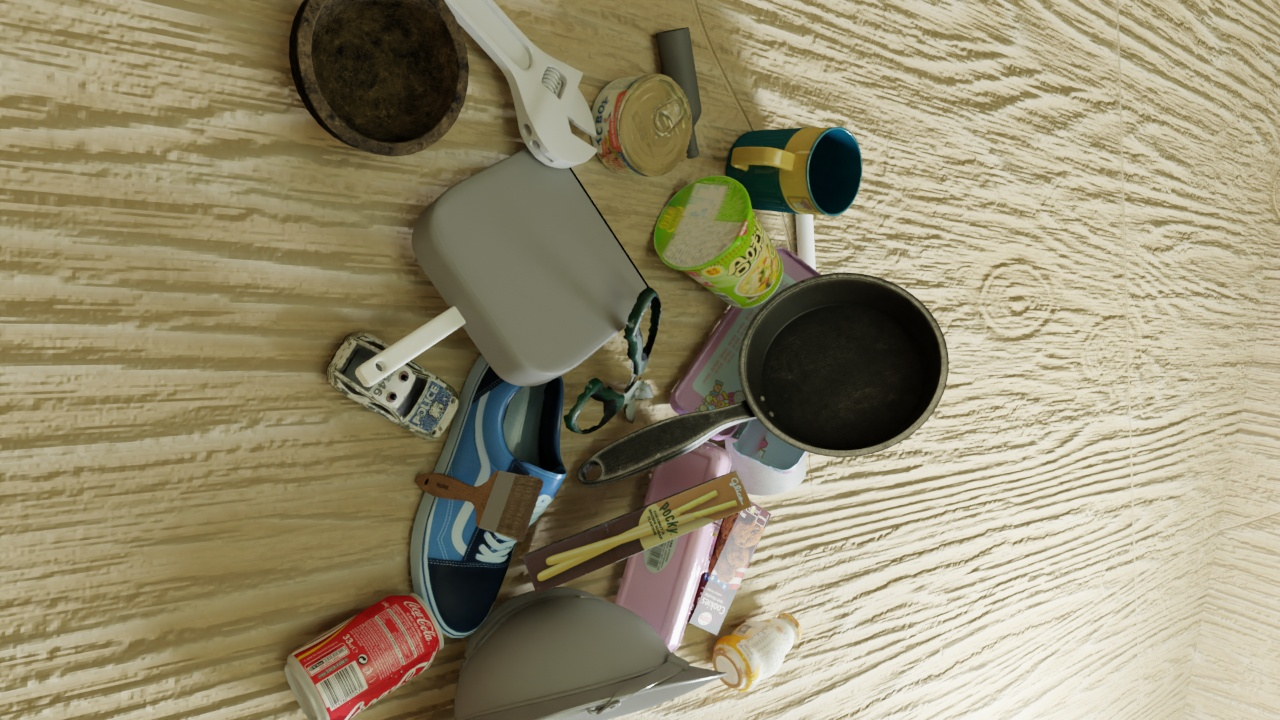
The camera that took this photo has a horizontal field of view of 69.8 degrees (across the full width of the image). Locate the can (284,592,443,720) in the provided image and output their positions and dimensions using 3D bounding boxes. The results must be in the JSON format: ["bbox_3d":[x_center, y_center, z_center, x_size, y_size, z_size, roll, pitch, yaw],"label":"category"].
[{"bbox_3d":[-0.208,0.225,0.695,0.104,0.064,0.064,-27,117,-35],"label":"can"}]

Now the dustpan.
[{"bbox_3d":[-0.108,-0.053,0.687,0.163,0.033,0.256,56,45,-8],"label":"dustpan"}]

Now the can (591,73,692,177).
[{"bbox_3d":[0.001,-0.203,0.797,0.086,0.043,0.086,-11,108,-40],"label":"can"}]

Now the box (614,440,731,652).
[{"bbox_3d":[0.045,0.178,0.905,0.102,0.087,0.201,18,87,-55],"label":"box"}]

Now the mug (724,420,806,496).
[{"bbox_3d":[0.143,0.087,0.954,0.113,0.084,0.070,-15,115,-9],"label":"mug"}]

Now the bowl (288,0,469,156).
[{"bbox_3d":[-0.184,-0.201,0.623,0.121,0.056,0.121,-11,107,-40],"label":"bowl"}]

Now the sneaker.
[{"bbox_3d":[-0.114,0.113,0.729,0.083,0.098,0.241,13,91,-43],"label":"sneaker"}]

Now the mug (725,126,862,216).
[{"bbox_3d":[0.136,-0.186,0.878,0.113,0.107,0.083,5,98,-43],"label":"mug"}]

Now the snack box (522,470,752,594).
[{"bbox_3d":[-0.004,0.145,0.782,0.186,0.101,0.031,-21,82,-6],"label":"snack box"}]

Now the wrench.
[{"bbox_3d":[-0.123,-0.248,0.681,0.273,0.018,0.086,41,55,-37],"label":"wrench"}]

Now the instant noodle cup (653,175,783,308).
[{"bbox_3d":[0.081,-0.104,0.864,0.108,0.099,0.098,38,74,-49],"label":"instant noodle cup"}]

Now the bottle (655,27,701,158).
[{"bbox_3d":[0.038,-0.240,0.830,0.030,0.030,0.113,-27,117,-35],"label":"bottle"}]

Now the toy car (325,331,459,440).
[{"bbox_3d":[-0.181,0.021,0.688,0.113,0.041,0.048,39,75,-41],"label":"toy car"}]

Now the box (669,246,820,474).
[{"bbox_3d":[0.141,-0.001,0.917,0.213,0.150,0.049,-54,163,-18],"label":"box"}]

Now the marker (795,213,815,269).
[{"bbox_3d":[0.180,-0.115,0.994,0.020,0.020,0.142,-21,113,-37],"label":"marker"}]

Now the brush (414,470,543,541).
[{"bbox_3d":[-0.127,0.100,0.684,0.008,0.143,0.045,32,70,-43],"label":"brush"}]

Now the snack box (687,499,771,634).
[{"bbox_3d":[0.085,0.214,0.976,0.051,0.032,0.140,36,76,-41],"label":"snack box"}]

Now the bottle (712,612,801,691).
[{"bbox_3d":[0.133,0.320,1.022,0.108,0.063,0.063,-20,112,-38],"label":"bottle"}]

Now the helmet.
[{"bbox_3d":[-0.064,0.253,0.789,0.270,0.184,0.117,-5,64,-28],"label":"helmet"}]

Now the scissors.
[{"bbox_3d":[-0.002,0.002,0.791,0.147,0.015,0.209,-64,165,3],"label":"scissors"}]

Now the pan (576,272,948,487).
[{"bbox_3d":[0.109,0.039,0.847,0.357,0.187,0.055,-26,151,0],"label":"pan"}]
